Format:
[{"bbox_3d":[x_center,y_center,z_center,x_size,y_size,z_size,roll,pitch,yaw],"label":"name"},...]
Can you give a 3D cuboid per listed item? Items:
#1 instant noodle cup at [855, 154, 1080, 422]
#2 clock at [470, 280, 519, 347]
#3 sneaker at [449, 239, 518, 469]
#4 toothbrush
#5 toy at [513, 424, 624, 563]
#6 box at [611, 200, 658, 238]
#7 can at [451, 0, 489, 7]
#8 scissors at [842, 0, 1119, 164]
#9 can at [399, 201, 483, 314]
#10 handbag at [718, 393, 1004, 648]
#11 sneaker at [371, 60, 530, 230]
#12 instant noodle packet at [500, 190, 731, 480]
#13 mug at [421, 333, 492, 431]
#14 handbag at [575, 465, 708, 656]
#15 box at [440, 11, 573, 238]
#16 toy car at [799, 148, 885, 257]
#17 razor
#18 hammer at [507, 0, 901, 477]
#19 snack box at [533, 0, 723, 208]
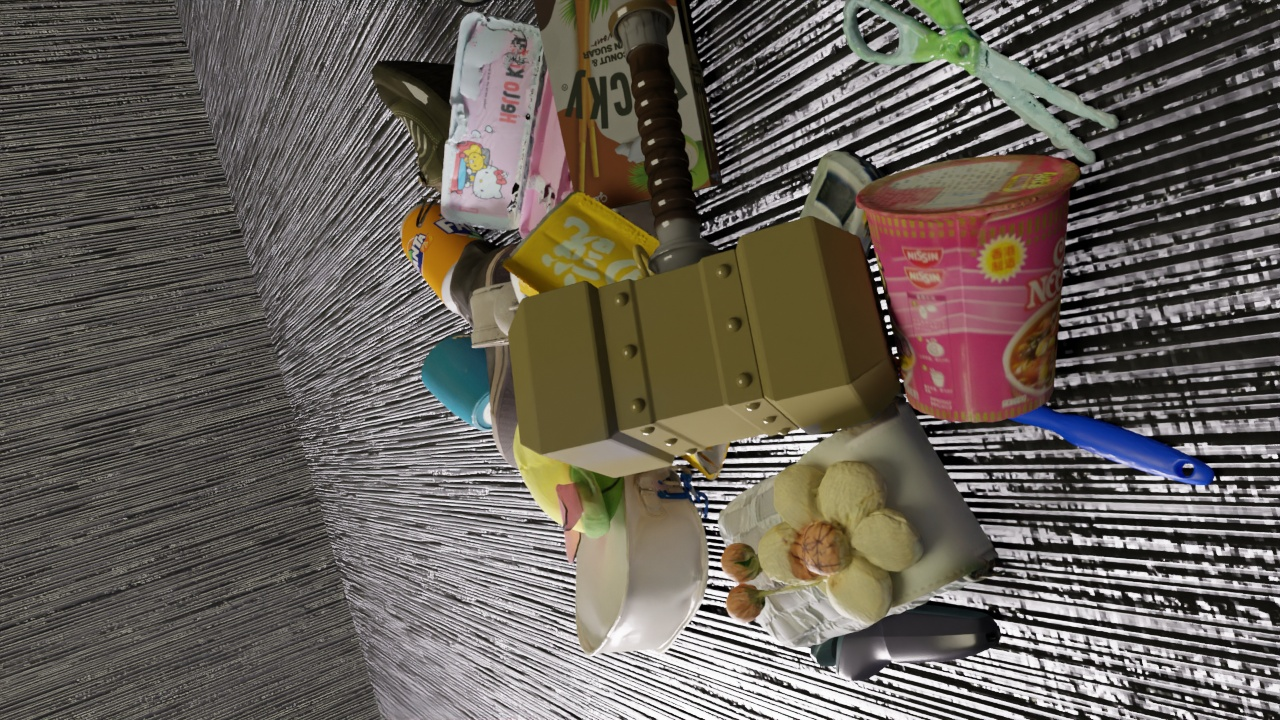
[{"bbox_3d":[0.159,-0.033,0.440,0.098,0.097,0.109,21,129,55],"label":"instant noodle cup"},{"bbox_3d":[-0.097,-0.046,0.784,0.157,0.103,0.061,173,89,-85],"label":"clock"},{"bbox_3d":[-0.135,-0.009,0.944,0.120,0.095,0.235,24,127,57],"label":"sneaker"},{"bbox_3d":[0.197,0.026,0.470,0.183,0.018,0.016,27,102,53],"label":"toothbrush"},{"bbox_3d":[-0.059,0.071,0.743,0.238,0.087,0.190,-147,40,-82],"label":"toy"},{"bbox_3d":[-0.025,-0.087,0.736,0.107,0.076,0.102,-4,102,58],"label":"box"},{"bbox_3d":[-0.182,-0.377,0.865,0.127,0.064,0.064,40,136,45],"label":"can"},{"bbox_3d":[0.162,-0.156,0.444,0.175,0.032,0.078,46,139,33],"label":"scissors"},{"bbox_3d":[-0.212,-0.117,1.031,0.142,0.079,0.079,45,140,40],"label":"can"},{"bbox_3d":[0.109,0.112,0.552,0.172,0.123,0.112,-43,67,46],"label":"handbag"},{"bbox_3d":[-0.188,-0.210,0.925,0.238,0.100,0.143,40,130,36],"label":"sneaker"},{"bbox_3d":[-0.004,0.004,0.684,0.163,0.084,0.222,34,158,20],"label":"instant noodle packet"},{"bbox_3d":[-0.190,0.038,1.086,0.104,0.084,0.112,39,164,37],"label":"mug"},{"bbox_3d":[-0.004,0.153,0.827,0.201,0.093,0.199,115,151,-50],"label":"handbag"},{"bbox_3d":[-0.093,-0.187,0.792,0.150,0.073,0.202,28,131,12],"label":"box"},{"bbox_3d":[0.114,-0.072,0.549,0.048,0.033,0.106,46,141,37],"label":"toy car"},{"bbox_3d":[0.165,0.176,0.578,0.143,0.047,0.052,-28,69,57],"label":"razor"},{"bbox_3d":[0.016,-0.113,0.526,0.100,0.190,0.324,33,-134,-65],"label":"hammer"},{"bbox_3d":[-0.012,-0.204,0.639,0.101,0.031,0.186,-8,99,22],"label":"snack box"}]
